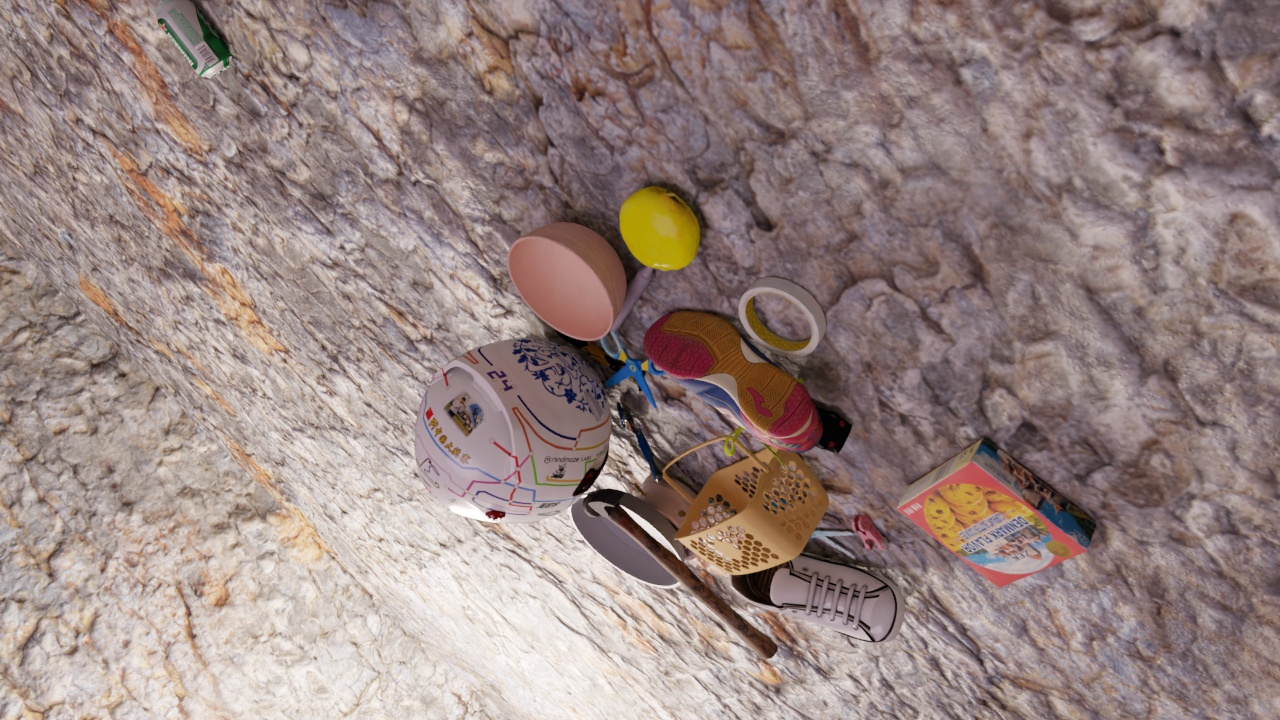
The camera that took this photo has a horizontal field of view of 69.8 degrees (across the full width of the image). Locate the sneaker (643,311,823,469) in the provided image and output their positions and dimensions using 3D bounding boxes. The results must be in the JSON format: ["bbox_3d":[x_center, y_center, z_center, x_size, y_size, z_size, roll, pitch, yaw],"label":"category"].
[{"bbox_3d":[0.099,0.030,1.027,0.242,0.116,0.091,37,176,37],"label":"sneaker"}]

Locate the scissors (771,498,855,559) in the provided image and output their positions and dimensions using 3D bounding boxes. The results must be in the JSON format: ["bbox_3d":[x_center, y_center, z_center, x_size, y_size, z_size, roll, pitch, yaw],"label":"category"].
[{"bbox_3d":[0.227,0.232,1.217,0.129,0.014,0.119,28,142,15],"label":"scissors"}]

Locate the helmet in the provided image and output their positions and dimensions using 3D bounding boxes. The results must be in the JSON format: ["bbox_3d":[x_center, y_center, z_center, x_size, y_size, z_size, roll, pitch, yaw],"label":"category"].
[{"bbox_3d":[-0.152,0.085,1.225,0.231,0.313,0.236,47,111,22],"label":"helmet"}]

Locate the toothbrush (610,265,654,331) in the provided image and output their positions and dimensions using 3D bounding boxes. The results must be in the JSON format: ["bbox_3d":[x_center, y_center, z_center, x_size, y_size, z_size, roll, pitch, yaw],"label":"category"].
[{"bbox_3d":[-0.005,-0.085,1.069,0.019,0.018,0.188,41,147,2],"label":"toothbrush"}]

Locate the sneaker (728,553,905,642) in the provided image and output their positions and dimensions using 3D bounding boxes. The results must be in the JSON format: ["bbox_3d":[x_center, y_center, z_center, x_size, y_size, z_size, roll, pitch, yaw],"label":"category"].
[{"bbox_3d":[0.218,0.301,1.201,0.246,0.091,0.097,11,175,42],"label":"sneaker"}]

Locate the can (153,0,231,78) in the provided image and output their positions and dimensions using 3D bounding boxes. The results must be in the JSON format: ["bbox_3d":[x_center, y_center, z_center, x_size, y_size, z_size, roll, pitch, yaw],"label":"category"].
[{"bbox_3d":[-0.594,-0.430,1.222,0.053,0.053,0.101,-5,126,48],"label":"can"}]

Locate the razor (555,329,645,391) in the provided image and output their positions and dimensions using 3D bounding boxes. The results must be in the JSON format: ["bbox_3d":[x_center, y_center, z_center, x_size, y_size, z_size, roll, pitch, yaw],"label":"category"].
[{"bbox_3d":[-0.055,-0.009,1.209,0.144,0.021,0.044,32,146,16],"label":"razor"}]

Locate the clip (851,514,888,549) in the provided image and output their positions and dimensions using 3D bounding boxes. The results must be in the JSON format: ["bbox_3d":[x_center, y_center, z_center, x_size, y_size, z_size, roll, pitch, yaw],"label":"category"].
[{"bbox_3d":[0.285,0.214,1.129,0.045,0.023,0.060,10,138,32],"label":"clip"}]

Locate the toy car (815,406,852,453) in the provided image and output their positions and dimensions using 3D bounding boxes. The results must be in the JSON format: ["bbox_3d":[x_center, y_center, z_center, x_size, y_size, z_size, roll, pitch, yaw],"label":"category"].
[{"bbox_3d":[0.191,0.072,1.040,0.092,0.042,0.036,24,169,24],"label":"toy car"}]

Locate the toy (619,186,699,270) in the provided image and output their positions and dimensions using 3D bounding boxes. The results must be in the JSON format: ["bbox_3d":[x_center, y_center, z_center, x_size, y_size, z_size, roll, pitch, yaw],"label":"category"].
[{"bbox_3d":[0.019,-0.136,0.958,0.095,0.041,0.094,36,136,10],"label":"toy"}]

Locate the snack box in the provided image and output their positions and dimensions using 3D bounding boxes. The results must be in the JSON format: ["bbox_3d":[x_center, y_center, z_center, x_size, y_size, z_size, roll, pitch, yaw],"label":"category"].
[{"bbox_3d":[0.370,0.164,0.967,0.145,0.040,0.143,38,146,4],"label":"snack box"}]

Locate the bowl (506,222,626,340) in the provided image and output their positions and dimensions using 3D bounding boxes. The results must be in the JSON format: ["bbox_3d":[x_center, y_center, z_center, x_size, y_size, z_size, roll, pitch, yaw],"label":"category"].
[{"bbox_3d":[-0.074,-0.103,1.065,0.153,0.076,0.153,27,146,20],"label":"bowl"}]

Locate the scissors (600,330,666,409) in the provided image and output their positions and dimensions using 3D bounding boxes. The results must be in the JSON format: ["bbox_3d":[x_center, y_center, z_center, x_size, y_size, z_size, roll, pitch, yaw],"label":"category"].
[{"bbox_3d":[-0.009,0.005,1.163,0.126,0.013,0.130,-35,88,41],"label":"scissors"}]

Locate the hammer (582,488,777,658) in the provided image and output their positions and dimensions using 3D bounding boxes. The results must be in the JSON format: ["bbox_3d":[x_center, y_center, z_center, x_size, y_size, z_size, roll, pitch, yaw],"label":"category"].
[{"bbox_3d":[0.062,0.289,1.232,0.330,0.033,0.120,43,160,-7],"label":"hammer"}]

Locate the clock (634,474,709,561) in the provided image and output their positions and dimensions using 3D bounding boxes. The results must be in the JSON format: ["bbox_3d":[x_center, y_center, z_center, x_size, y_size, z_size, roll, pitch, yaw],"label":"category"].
[{"bbox_3d":[0.042,0.241,1.368,0.117,0.058,0.158,23,144,24],"label":"clock"}]

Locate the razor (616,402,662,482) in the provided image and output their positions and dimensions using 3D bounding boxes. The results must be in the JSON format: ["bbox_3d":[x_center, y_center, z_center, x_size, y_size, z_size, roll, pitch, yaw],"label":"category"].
[{"bbox_3d":[0.002,0.113,1.243,0.141,0.018,0.044,-123,15,-45],"label":"razor"}]

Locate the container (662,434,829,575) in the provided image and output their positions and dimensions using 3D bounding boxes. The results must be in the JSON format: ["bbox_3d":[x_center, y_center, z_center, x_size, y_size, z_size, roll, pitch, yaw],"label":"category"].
[{"bbox_3d":[0.116,0.172,1.149,0.167,0.129,0.184,44,147,-6],"label":"container"}]

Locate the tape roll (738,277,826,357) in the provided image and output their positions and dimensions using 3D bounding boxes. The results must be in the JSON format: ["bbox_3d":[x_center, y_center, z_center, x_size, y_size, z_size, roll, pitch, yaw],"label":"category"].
[{"bbox_3d":[0.148,-0.045,0.964,0.094,0.019,0.094,26,144,21],"label":"tape roll"}]

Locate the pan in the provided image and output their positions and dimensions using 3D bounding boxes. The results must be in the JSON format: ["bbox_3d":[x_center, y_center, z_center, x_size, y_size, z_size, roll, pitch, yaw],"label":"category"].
[{"bbox_3d":[0.046,0.304,1.337,0.356,0.050,0.201,35,147,6],"label":"pan"}]

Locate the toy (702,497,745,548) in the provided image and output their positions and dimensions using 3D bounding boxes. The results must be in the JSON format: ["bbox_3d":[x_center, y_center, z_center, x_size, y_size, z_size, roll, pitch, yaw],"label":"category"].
[{"bbox_3d":[0.130,0.242,1.303,0.096,0.041,0.109,24,149,22],"label":"toy"}]
